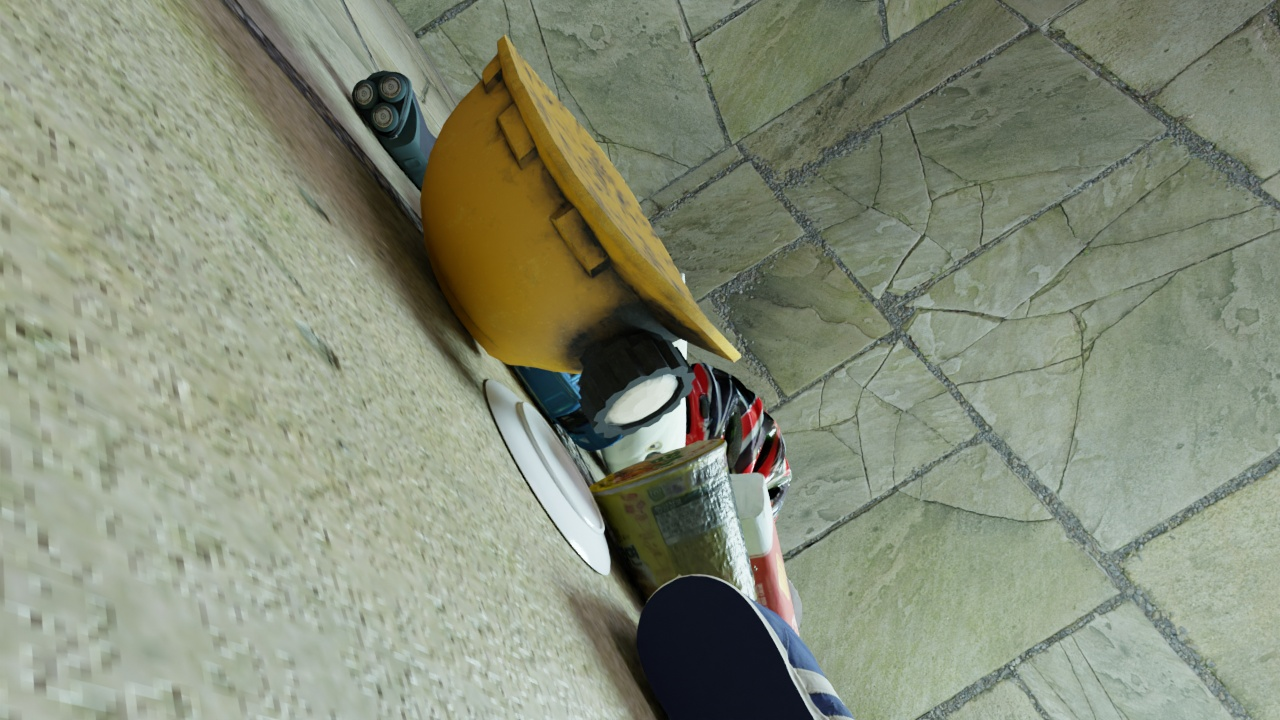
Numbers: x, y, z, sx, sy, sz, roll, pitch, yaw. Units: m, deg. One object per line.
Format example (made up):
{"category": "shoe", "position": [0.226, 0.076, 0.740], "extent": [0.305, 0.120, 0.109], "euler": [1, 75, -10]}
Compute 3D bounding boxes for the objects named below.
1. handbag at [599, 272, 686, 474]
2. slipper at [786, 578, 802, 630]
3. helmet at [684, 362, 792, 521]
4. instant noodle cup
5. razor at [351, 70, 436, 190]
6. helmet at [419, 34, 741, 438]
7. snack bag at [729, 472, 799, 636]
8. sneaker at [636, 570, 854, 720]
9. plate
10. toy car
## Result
{"category": "handbag", "position": [-0.005, 0.005, 0.789], "extent": [0.199, 0.096, 0.141], "euler": [88, -12, -52]}
{"category": "slipper", "position": [0.052, 0.162, 0.745], "extent": [0.247, 0.075, 0.112], "euler": [49, 42, -39]}
{"category": "helmet", "position": [0.076, 0.103, 1.051], "extent": [0.217, 0.167, 0.272], "euler": [55, -1, -20]}
{"category": "instant noodle cup", "position": [0.028, 0.117, 0.612], "extent": [0.102, 0.102, 0.108], "euler": [7, 63, -89]}
{"category": "razor", "position": [-0.179, -0.171, 0.742], "extent": [0.143, 0.047, 0.052], "euler": [61, 22, -57]}
{"category": "helmet", "position": [-0.061, -0.068, 0.582], "extent": [0.255, 0.131, 0.205], "euler": [59, 11, 27]}
{"category": "snack bag", "position": [0.099, 0.201, 0.705], "extent": [0.077, 0.041, 0.225], "euler": [-68, 144, -69]}
{"category": "sneaker", "position": [0.083, 0.217, 0.482], "extent": [0.233, 0.091, 0.118], "euler": [50, -4, 14]}
{"category": "plate", "position": [-0.050, 0.066, 0.546], "extent": [0.134, 0.011, 0.134], "euler": [58, 1, -2]}
{"category": "toy car", "position": [-0.056, 0.018, 0.676], "extent": [0.120, 0.056, 0.043], "euler": [53, 32, -16]}
